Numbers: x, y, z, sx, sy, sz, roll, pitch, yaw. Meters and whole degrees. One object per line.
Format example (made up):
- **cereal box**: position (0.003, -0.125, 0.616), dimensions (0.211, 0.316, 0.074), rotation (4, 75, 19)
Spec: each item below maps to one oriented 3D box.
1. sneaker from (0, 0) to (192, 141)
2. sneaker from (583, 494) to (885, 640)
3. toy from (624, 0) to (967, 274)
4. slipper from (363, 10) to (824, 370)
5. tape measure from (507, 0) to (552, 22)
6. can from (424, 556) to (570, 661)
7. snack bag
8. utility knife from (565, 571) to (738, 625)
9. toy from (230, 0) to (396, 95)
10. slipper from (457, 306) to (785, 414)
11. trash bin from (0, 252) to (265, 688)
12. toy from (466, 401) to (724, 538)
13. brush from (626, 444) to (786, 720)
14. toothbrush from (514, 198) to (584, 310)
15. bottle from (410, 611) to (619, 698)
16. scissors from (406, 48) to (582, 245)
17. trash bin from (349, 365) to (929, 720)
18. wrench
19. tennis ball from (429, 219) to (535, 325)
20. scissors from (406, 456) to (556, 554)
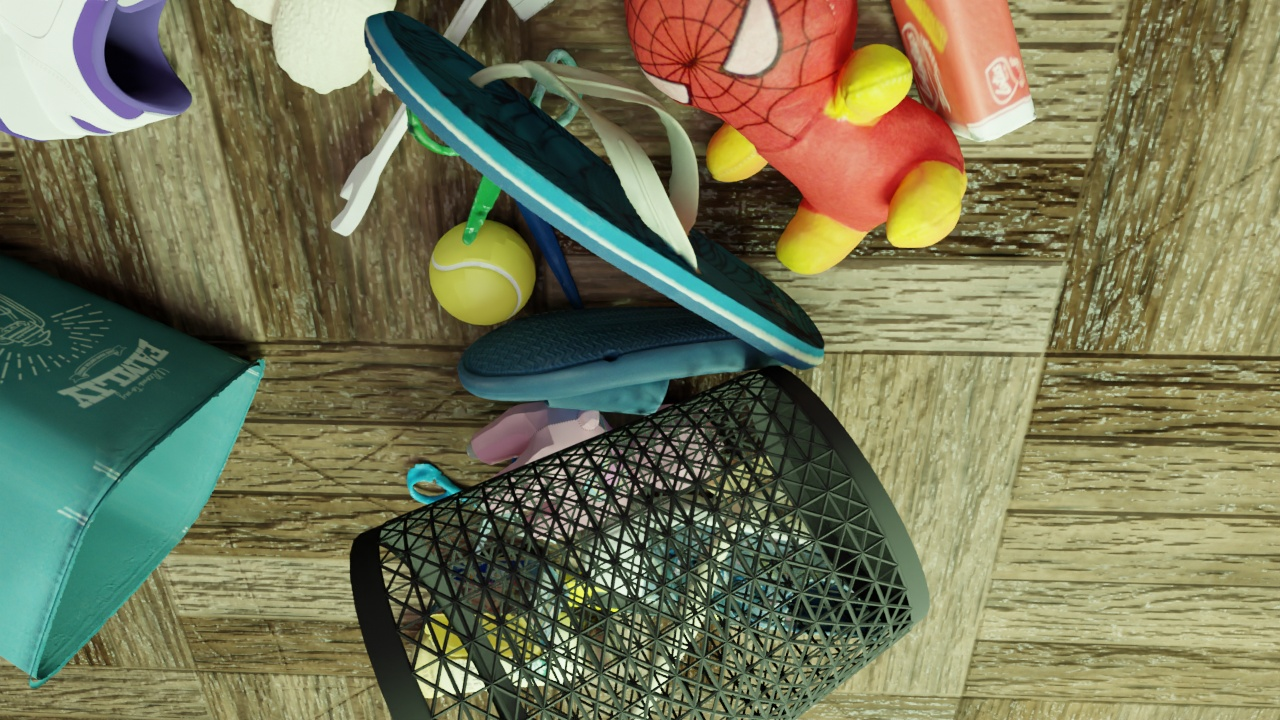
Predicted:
- **sneaker**: position (-0.297, -0.229, 0.471), dimensions (0.111, 0.091, 0.245), rotation (4, 124, 0)
- **sneaker**: position (0.074, 0.159, 0.674), dimensions (0.235, 0.079, 0.088), rotation (5, 120, 0)
- **toy**: position (0.079, -0.149, 0.486), dimensions (0.148, 0.098, 0.216), rotation (-15, 122, 49)
- **slipper**: position (-0.005, -0.093, 0.471), dimensions (0.295, 0.118, 0.060), rotation (33, 116, -18)
- **tape measure**: position (-0.042, -0.207, 0.483), dimensions (0.060, 0.062, 0.020), rotation (-28, 114, 21)
- **can**: position (-0.110, 0.190, 0.701), dimensions (0.100, 0.058, 0.054), rotation (-8, 120, 23)
- **snack bag**: position (0.162, -0.176, 0.479), dimensions (0.036, 0.077, 0.116), rotation (-26, 116, 3)
- **utility knife**: position (0.031, 0.194, 0.732), dimensions (0.203, 0.020, 0.029), rotation (8, 122, -2)
- **toy**: position (-0.166, -0.188, 0.507), dimensions (0.112, 0.050, 0.087), rotation (30, 115, -18)
- **slipper**: position (-0.003, 0.003, 0.562), dimensions (0.213, 0.103, 0.059), rotation (-6, 109, -11)
- **trash bin**: position (-0.403, 0.046, 0.583), dimensions (0.218, 0.196, 0.200), rotation (31, 116, -7)
- **toy**: position (-0.026, 0.065, 0.617), dimensions (0.158, 0.067, 0.123), rotation (-22, 147, 9)
- **brush**: position (0.039, 0.166, 0.618), dimensions (0.077, 0.062, 0.272), rotation (30, 81, 14)
- **toothbrush**: position (-0.057, -0.068, 0.588), dimensions (0.016, 0.017, 0.190), rotation (-20, 117, 8)
- **bottle**: position (-0.099, 0.235, 0.740), dimensions (0.162, 0.056, 0.056), rotation (-9, 119, 8)
- **scissors**: position (-0.075, -0.126, 0.529), dimensions (0.125, 0.011, 0.131), rotation (35, 89, -34)
- **trash bin**: position (0.007, 0.131, 0.506), dimensions (0.243, 0.217, 0.217), rotation (-29, 116, -6)
- **wrench**: position (-0.106, -0.180, 0.514), dimensions (0.009, 0.047, 0.274), rotation (25, 117, -31)
- **tennis ball**: position (-0.098, -0.055, 0.570), dimensions (0.065, 0.065, 0.065), rotation (1, 120, 2)
- **scissors**: position (-0.110, 0.104, 0.691), dimensions (0.127, 0.014, 0.134), rotation (36, 115, -18)
